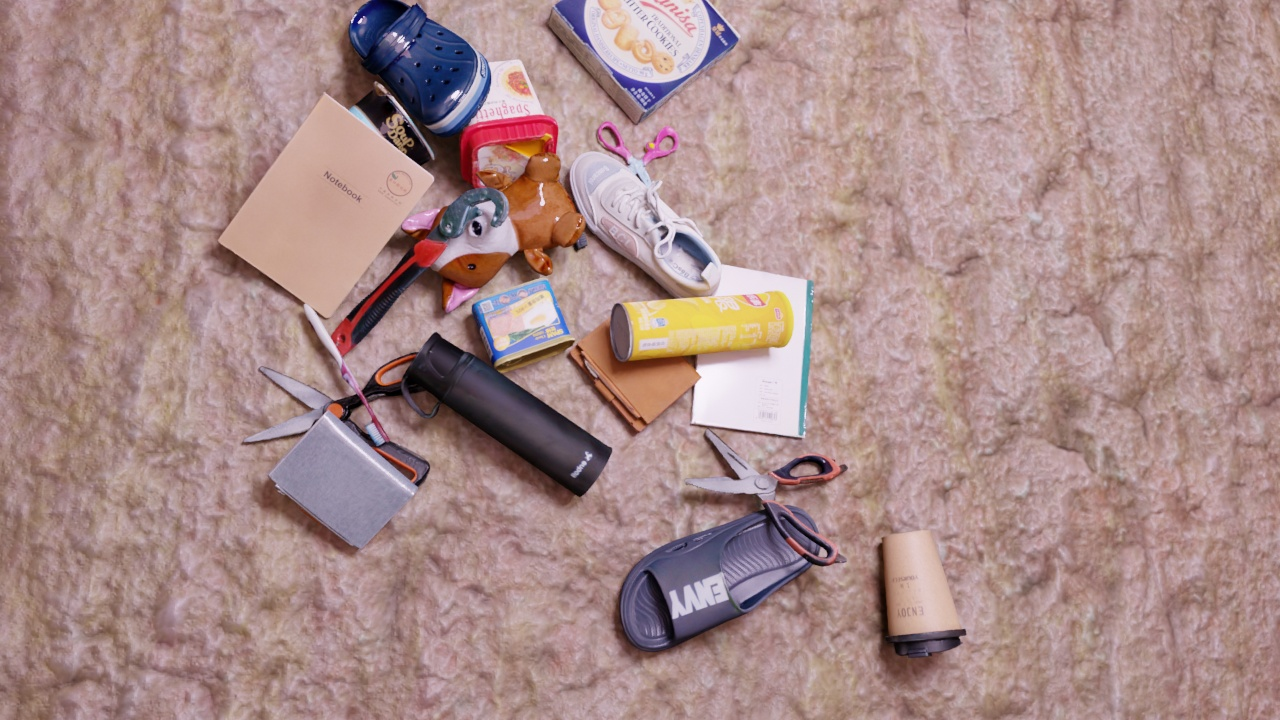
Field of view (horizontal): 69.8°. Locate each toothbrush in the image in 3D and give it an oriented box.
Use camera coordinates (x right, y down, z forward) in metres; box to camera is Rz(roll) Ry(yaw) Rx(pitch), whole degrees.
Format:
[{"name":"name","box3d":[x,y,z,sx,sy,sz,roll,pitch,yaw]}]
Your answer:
[{"name":"toothbrush","box3d":[-0.335,0.015,1.033,0.017,0.016,0.187,-32,82,-8]},{"name":"toothbrush","box3d":[-0.103,-0.226,1.151,0.017,0.014,0.189,-16,81,-25]}]

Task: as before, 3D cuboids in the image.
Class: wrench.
[{"name":"wrench","box3d":[-0.253,-0.099,1.022,0.274,0.016,0.056,-39,74,14]}]

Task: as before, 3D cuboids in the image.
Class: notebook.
[{"name":"notebook","box3d":[0.143,-0.014,1.158,0.150,0.012,0.209,8,77,-10]},{"name":"notebook","box3d":[-0.351,-0.169,1.025,0.148,0.008,0.208,38,101,-15]}]

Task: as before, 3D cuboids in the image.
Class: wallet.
[{"name":"wallet","box3d":[-0.324,0.133,0.997,0.129,0.037,0.106,44,97,-12]},{"name":"wallet","box3d":[-0.007,0.007,1.111,0.107,0.031,0.132,-41,84,-16]}]

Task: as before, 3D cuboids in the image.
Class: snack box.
[{"name":"snack box","box3d":[0.005,-0.432,1.201,0.182,0.046,0.178,-42,90,-16]}]

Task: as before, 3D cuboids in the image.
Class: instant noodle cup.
[{"name":"instant noodle cup","box3d":[-0.321,-0.244,1.065,0.120,0.111,0.111,-39,88,-9]},{"name":"instant noodle cup","box3d":[-0.167,-0.286,1.104,0.116,0.117,0.124,-12,69,-14]}]

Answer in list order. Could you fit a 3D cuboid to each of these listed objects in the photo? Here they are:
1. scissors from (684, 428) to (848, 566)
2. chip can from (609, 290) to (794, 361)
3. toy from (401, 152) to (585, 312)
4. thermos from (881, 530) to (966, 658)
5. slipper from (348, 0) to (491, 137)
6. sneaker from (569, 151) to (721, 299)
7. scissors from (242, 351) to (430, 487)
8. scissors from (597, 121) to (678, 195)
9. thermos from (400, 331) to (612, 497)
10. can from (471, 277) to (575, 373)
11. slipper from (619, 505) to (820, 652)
[{"name":"scissors","box3d":[0.160,0.159,1.096,0.223,0.015,0.188,-1,55,-18]},{"name":"chip can","box3d":[0.074,-0.041,1.093,0.213,0.072,0.072,-6,79,-20]},{"name":"toy","box3d":[-0.167,-0.151,1.071,0.199,0.130,0.140,-24,90,-6]},{"name":"thermos","box3d":[0.332,0.280,1.100,0.093,0.093,0.143,-2,72,-13]},{"name":"slipper","box3d":[-0.264,-0.357,1.053,0.105,0.095,0.253,-47,58,4]},{"name":"sneaker","box3d":[0.005,-0.166,1.114,0.242,0.091,0.089,45,79,4]},{"name":"scissors","box3d":[-0.322,0.061,1.041,0.231,0.022,0.221,-40,83,-18]},{"name":"scissors","box3d":[-0.008,-0.258,1.178,0.135,0.017,0.133,37,77,-5]},{"name":"thermos","box3d":[-0.156,0.069,1.044,0.242,0.068,0.090,34,97,-7]},{"name":"can","box3d":[-0.140,-0.041,1.081,0.102,0.057,0.083,-20,80,-16]},{"name":"slipper","box3d":[0.099,0.242,1.059,0.267,0.083,0.110,-23,82,-17]}]
